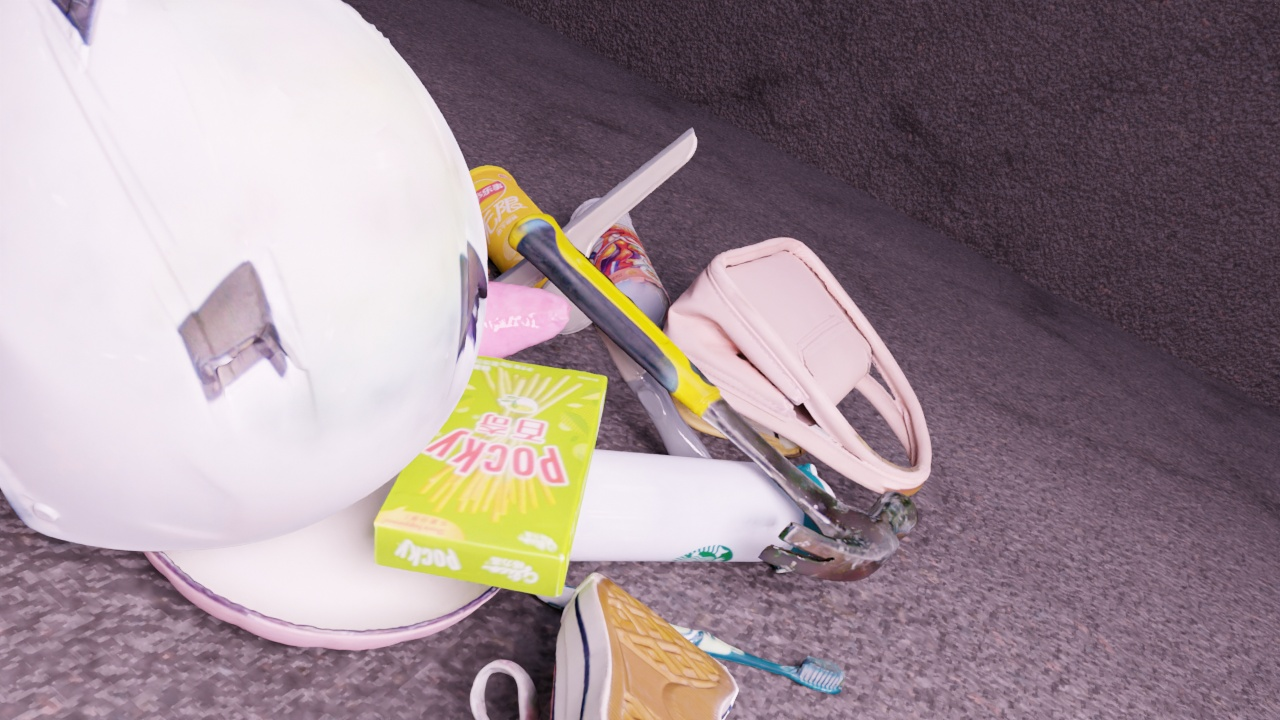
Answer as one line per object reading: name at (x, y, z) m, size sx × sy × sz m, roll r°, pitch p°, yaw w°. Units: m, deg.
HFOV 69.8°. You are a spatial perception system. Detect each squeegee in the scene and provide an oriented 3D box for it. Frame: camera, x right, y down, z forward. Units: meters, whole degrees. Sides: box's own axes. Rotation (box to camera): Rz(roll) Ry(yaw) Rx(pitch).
squeegee at (-0.004, 0.004, 0.661) m, size 0.246 × 0.247 × 0.039 m, roll 59°, pitch 20°, yaw 8°

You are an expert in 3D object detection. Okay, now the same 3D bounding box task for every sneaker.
sneaker at (-0.013, 0.157, 0.367) m, size 0.118 × 0.088 × 0.241 m, roll 38°, pitch 1°, yaw -1°

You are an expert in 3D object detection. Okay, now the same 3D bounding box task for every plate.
plate at (-0.151, 0.068, 0.454) m, size 0.192 × 0.039 × 0.192 m, roll 20°, pitch 30°, yaw -12°

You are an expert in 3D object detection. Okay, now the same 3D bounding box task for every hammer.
hammer at (0.030, 0.014, 0.586) m, size 0.323 × 0.032 × 0.125 m, roll 44°, pitch 31°, yaw 17°

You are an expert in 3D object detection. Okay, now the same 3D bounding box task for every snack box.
snack box at (-0.068, 0.050, 0.463) m, size 0.086 × 0.026 × 0.156 m, roll 10°, pitch 30°, yaw 1°

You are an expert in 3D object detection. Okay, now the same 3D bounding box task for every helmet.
helmet at (-0.155, -0.058, 0.367) m, size 0.146 × 0.258 × 0.228 m, roll -14°, pitch 0°, yaw 36°

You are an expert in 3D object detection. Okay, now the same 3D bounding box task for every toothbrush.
toothbrush at (0.030, 0.152, 0.508) m, size 0.191 × 0.018 × 0.016 m, roll 21°, pitch 23°, yaw -11°

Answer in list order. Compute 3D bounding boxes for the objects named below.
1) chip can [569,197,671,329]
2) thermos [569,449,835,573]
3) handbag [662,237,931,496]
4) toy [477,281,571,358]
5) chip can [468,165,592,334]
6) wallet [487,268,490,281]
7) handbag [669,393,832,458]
chip can at (-0.025, -0.094, 0.925) m, size 0.071 × 0.071 × 0.214 m, roll 17°, pitch 25°, yaw -21°
thermos at (0.031, 0.095, 0.572) m, size 0.224 × 0.073 × 0.073 m, roll 9°, pitch 28°, yaw -35°
handbag at (0.142, 0.012, 0.731) m, size 0.234 × 0.094 × 0.192 m, roll 44°, pitch 31°, yaw 11°
toy at (-0.134, -0.024, 0.603) m, size 0.195 × 0.074 × 0.178 m, roll 0°, pitch 10°, yaw 27°
chip can at (-0.110, -0.109, 0.865) m, size 0.072 × 0.072 × 0.213 m, roll 7°, pitch 30°, yaw -38°
wallet at (-0.198, -0.092, 0.781) m, size 0.130 × 0.035 × 0.119 m, roll 7°, pitch 27°, yaw -38°
handbag at (0.110, 0.021, 0.836) m, size 0.178 × 0.063 × 0.163 m, roll 21°, pitch 24°, yaw -20°
